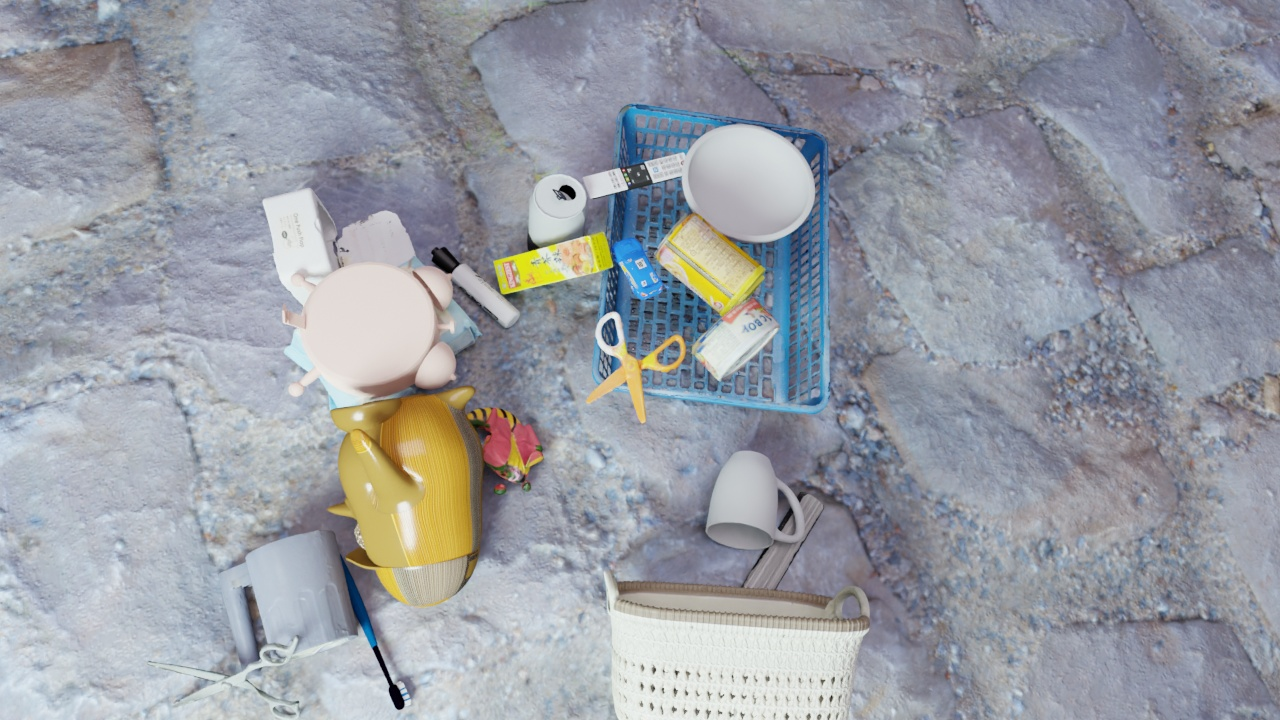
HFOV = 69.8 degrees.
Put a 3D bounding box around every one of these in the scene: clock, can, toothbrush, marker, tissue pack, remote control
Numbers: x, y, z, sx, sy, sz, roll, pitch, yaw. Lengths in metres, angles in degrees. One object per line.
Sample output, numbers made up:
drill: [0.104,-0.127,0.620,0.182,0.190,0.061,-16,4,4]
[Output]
clock: [-0.266,-0.034,0.913,0.160,0.086,0.131,-1,72,-14]
can: [0.074,-0.100,0.967,0.105,0.068,0.067,40,68,5]
toothbrush: [-0.267,0.264,0.902,0.014,0.014,0.167,-10,64,-48]
marker: [-0.190,-0.086,1.046,0.126,0.025,0.025,41,68,8]
can: [0.097,-0.021,0.933,0.086,0.086,0.043,-37,79,-20]
tissue pack: [-0.277,-0.020,0.985,0.181,0.070,0.112,-36,78,-17]
can: [-0.094,-0.158,1.033,0.064,0.127,0.064,3,68,-8]
remote control: [-0.003,-0.206,1.031,0.124,0.012,0.028,-17,72,-15]
remote control: [0.154,0.203,0.990,0.033,0.013,0.136,35,70,6]

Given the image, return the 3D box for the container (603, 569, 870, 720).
container: [0.083,0.277,0.864,0.246,0.185,0.142,4,84,-3]

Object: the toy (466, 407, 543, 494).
toy: [-0.143,0.089,0.970,0.084,0.046,0.103,-7,58,-43]

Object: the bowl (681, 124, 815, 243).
bowl: [0.117,-0.190,1.025,0.149,0.043,0.149,3,68,-7]

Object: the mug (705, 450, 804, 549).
mug: [0.128,0.151,0.979,0.107,0.071,0.089,20,58,-11]

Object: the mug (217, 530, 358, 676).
mug: [-0.339,0.233,0.876,0.124,0.084,0.104,-23,74,8]

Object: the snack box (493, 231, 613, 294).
snack box: [-0.098,-0.106,1.008,0.028,0.148,0.040,-25,103,-51]

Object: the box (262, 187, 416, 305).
box: [-0.320,-0.126,1.010,0.137,0.126,0.108,-15,73,-5]

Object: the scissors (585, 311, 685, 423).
scissors: [-0.013,0.001,0.948,0.125,0.011,0.127,-38,77,-20]

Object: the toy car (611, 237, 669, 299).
toy car: [0.004,-0.100,0.962,0.033,0.062,0.092,-24,74,-17]

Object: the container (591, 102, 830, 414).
container: [0.082,-0.109,1.061,0.257,0.089,0.361,7,68,-5]

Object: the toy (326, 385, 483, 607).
toy: [-0.225,0.137,0.895,0.162,0.198,0.203,-9,91,8]

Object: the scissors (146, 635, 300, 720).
scissors: [-0.363,0.286,0.832,0.141,0.174,0.014,37,28,-22]
